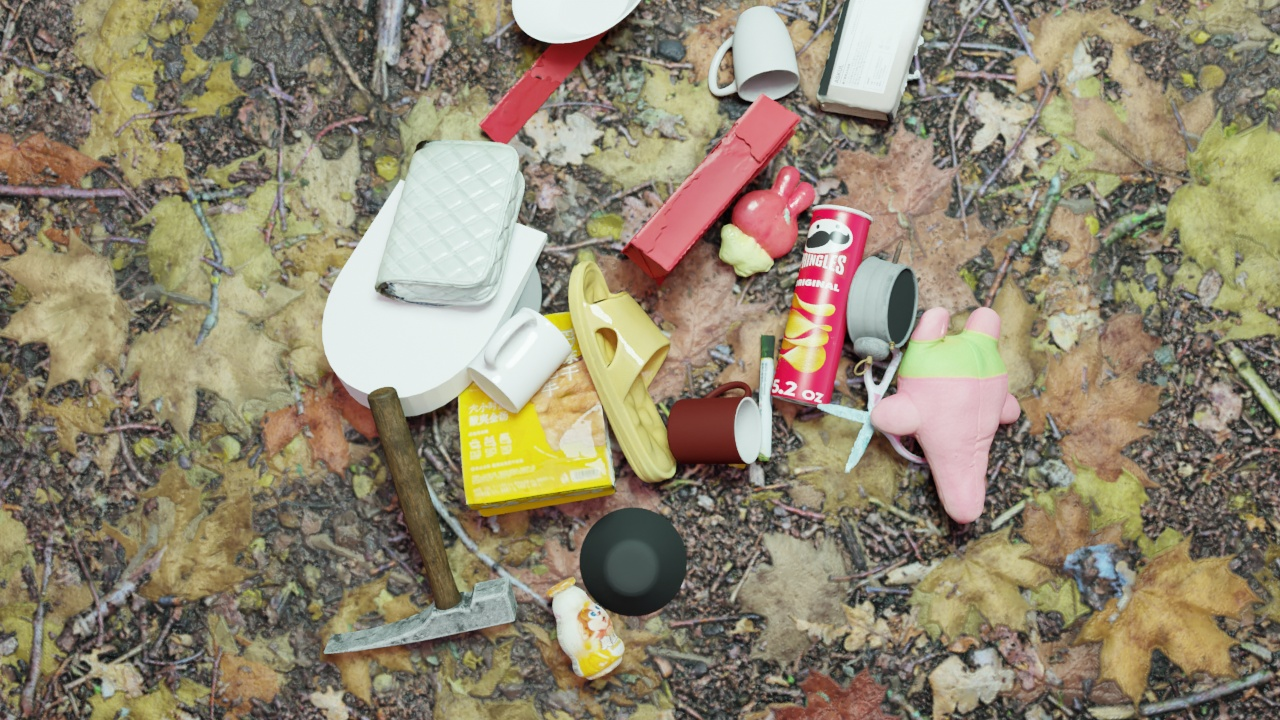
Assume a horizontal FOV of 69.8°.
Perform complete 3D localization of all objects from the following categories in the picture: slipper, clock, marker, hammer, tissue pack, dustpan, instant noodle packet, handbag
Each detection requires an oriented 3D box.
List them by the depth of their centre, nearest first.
[{"bbox_3d":[-0.277,0.177,1.000,0.218,0.037,0.301,-12,109,1],"label":"hammer"},{"bbox_3d":[0.263,-0.050,1.013,0.056,0.104,0.147,9,68,36],"label":"clock"},{"bbox_3d":[-0.006,0.006,1.021,0.079,0.099,0.263,-20,91,24],"label":"slipper"},{"bbox_3d":[-0.208,-0.151,1.024,0.139,0.072,0.194,6,65,10],"label":"handbag"},{"bbox_3d":[-0.121,0.054,1.045,0.163,0.084,0.221,-9,72,2],"label":"instant noodle packet"},{"bbox_3d":[-0.247,-0.063,1.050,0.191,0.053,0.257,21,66,8],"label":"dustpan"},{"bbox_3d":[0.145,0.043,1.059,0.017,0.017,0.146,3,87,2],"label":"marker"},{"bbox_3d":[0.279,-0.369,1.065,0.104,0.071,0.181,15,84,18],"label":"tissue pack"}]

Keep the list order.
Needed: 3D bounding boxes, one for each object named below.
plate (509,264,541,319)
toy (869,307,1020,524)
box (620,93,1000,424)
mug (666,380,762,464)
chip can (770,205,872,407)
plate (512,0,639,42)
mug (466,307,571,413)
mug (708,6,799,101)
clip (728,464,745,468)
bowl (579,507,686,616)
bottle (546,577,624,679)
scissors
[{"bbox_3d":[-0.202,-0.071,1.068,0.178,0.012,0.178,-1,74,5],"label":"plate"},{"bbox_3d":[0.345,0.060,1.006,0.192,0.097,0.236,-1,86,-19],"label":"toy"},{"bbox_3d":[0.151,-0.119,0.954,0.374,0.148,0.213,39,86,29],"label":"box"},{"bbox_3d":[0.087,0.065,1.024,0.083,0.073,0.105,-4,48,31],"label":"mug"},{"bbox_3d":[0.204,-0.059,1.038,0.069,0.069,0.220,13,87,3],"label":"chip can"},{"bbox_3d":[-0.061,-0.425,1.060,0.174,0.036,0.173,-8,65,17],"label":"plate"},{"bbox_3d":[-0.133,-0.008,0.981,0.074,0.111,0.090,34,71,18],"label":"mug"},{"bbox_3d":[0.125,-0.353,1.068,0.107,0.071,0.089,-15,76,28],"label":"mug"},{"bbox_3d":[0.106,0.095,1.053,0.046,0.048,0.054,19,88,-22],"label":"clip"},{"bbox_3d":[-0.009,0.230,1.034,0.124,0.052,0.124,0,86,2],"label":"bowl"},{"bbox_3d":[-0.065,0.298,1.026,0.063,0.063,0.108,-29,87,0],"label":"bottle"},{"bbox_3d":[0.271,0.053,1.032,0.170,0.013,0.175,14,71,-19],"label":"scissors"}]
